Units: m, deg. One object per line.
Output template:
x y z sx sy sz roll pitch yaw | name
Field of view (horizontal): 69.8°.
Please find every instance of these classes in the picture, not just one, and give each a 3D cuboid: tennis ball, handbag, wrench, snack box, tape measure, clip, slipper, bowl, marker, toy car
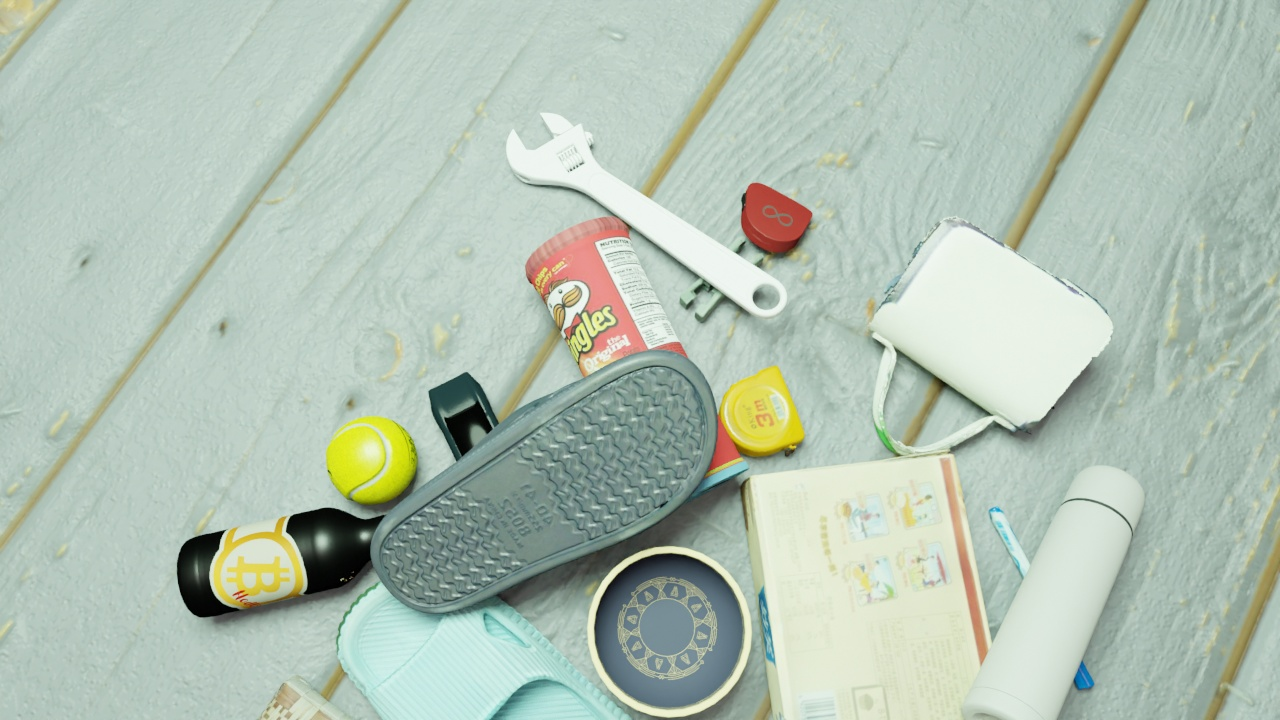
-0.199 0.074 0.681 0.065 0.065 0.065 0 76 0 | tennis ball
0.245 -0.003 0.710 0.151 0.074 0.176 35 98 9 | handbag
0.003 -0.117 0.740 0.273 0.018 0.066 36 80 14 | wrench
0.163 0.178 0.661 0.153 0.055 0.207 -6 76 -3 | snack box
0.104 -0.114 0.747 0.059 0.019 0.051 30 56 6 | tape measure
0.065 -0.066 0.740 0.076 0.023 0.043 -44 82 -8 | clip
-0.093 0.246 0.640 0.276 0.069 0.115 35 75 7 | slipper
0.020 0.191 0.655 0.112 0.061 0.112 0 76 0 | bowl
-0.210 0.321 0.632 0.186 0.047 0.124 33 70 7 | handbag
0.298 0.175 0.686 0.013 0.013 0.141 -23 77 -6 | marker
-0.063 0.083 0.638 0.268 0.083 0.110 -32 102 13 | slipper
0.090 0.045 0.707 0.059 0.030 0.068 -19 74 -5 | tape measure
-0.123 0.064 0.700 0.046 0.034 0.112 -27 78 -7 | toy car

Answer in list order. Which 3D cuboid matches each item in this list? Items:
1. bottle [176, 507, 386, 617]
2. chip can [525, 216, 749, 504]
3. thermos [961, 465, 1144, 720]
-0.234 0.138 0.669 0.181 0.059 0.059 -12 76 -3 | bottle
-0.004 0.004 0.690 0.087 0.087 0.213 -26 79 -6 | chip can
0.292 0.163 0.636 0.052 0.052 0.223 37 60 8 | thermos
